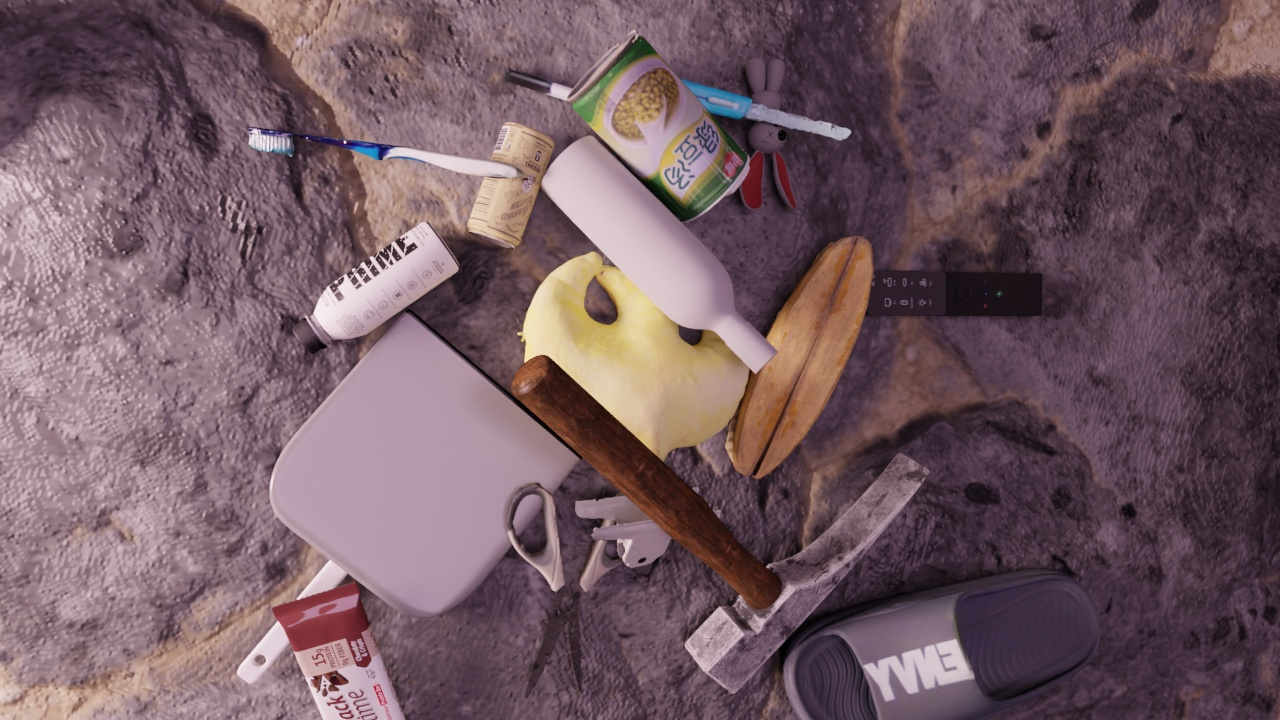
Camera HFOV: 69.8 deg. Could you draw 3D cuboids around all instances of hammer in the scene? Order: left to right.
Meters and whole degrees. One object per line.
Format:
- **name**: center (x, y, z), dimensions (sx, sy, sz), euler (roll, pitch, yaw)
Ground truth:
- **hammer**: center (0.050, 0.072, 0.616), dimensions (0.217, 0.037, 0.300), euler (-46, 120, -3)

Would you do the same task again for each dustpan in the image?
- **dustpan**: center (-0.183, 0.115, 0.634), dimensions (0.163, 0.033, 0.257), euler (41, 75, -11)

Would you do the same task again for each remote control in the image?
- **remote control**: center (0.246, -0.052, 0.719), dimensions (0.150, 0.013, 0.034), euler (0, 92, -11)

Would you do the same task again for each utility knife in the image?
- **utility knife**: center (0.064, -0.186, 0.658), dimensions (0.179, 0.015, 0.022), euler (13, 99, 2)

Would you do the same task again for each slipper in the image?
- **slipper**: center (0.241, 0.224, 0.683), dimensions (0.268, 0.083, 0.110), euler (-11, 79, -14)

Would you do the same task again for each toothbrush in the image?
- **toothbrush**: center (-0.171, -0.136, 0.614), dimensions (0.189, 0.016, 0.017), euler (8, 100, 2)

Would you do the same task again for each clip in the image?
- **clip**: center (0.004, 0.120, 0.657), dimensions (0.102, 0.058, 0.052), euler (-3, 73, -26)

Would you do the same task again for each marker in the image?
- **marker**: center (-0.024, -0.183, 0.663), dimensions (0.152, 0.011, 0.011), euler (15, 89, -11)

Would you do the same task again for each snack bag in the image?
- **snack bag**: center (-0.195, 0.223, 0.621), dimensions (0.057, 0.013, 0.158), euler (-15, 112, -7)

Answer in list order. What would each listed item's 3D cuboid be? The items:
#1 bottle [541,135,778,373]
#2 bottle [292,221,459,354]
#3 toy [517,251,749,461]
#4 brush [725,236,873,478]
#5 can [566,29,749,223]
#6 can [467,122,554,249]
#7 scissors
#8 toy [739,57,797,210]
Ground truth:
- **bottle**: center (0.017, -0.068, 0.627), dimensions (0.052, 0.052, 0.195), euler (-43, 83, -7)
- **bottle**: center (-0.181, -0.046, 0.621), dimensions (0.116, 0.041, 0.041), euler (-36, 98, -8)
- **toy**: center (-0.004, 0.004, 0.646), dimensions (0.170, 0.065, 0.154), euler (12, 72, -15)
- **brush**: center (0.118, -0.004, 0.680), dimensions (0.059, 0.043, 0.195), euler (26, 88, -10)
- **can**: center (0.014, -0.158, 0.633), dimensions (0.121, 0.067, 0.067), euler (44, 83, -20)
- **can**: center (-0.090, -0.121, 0.638), dimensions (0.038, 0.038, 0.079), euler (20, 88, -11)
- **scissors**: center (-0.052, 0.156, 0.660), dimensions (0.157, 0.013, 0.166), euler (-42, 110, -13)
- **toy**: center (0.093, -0.166, 0.677), dimensions (0.049, 0.030, 0.111), euler (-3, 93, -22)
